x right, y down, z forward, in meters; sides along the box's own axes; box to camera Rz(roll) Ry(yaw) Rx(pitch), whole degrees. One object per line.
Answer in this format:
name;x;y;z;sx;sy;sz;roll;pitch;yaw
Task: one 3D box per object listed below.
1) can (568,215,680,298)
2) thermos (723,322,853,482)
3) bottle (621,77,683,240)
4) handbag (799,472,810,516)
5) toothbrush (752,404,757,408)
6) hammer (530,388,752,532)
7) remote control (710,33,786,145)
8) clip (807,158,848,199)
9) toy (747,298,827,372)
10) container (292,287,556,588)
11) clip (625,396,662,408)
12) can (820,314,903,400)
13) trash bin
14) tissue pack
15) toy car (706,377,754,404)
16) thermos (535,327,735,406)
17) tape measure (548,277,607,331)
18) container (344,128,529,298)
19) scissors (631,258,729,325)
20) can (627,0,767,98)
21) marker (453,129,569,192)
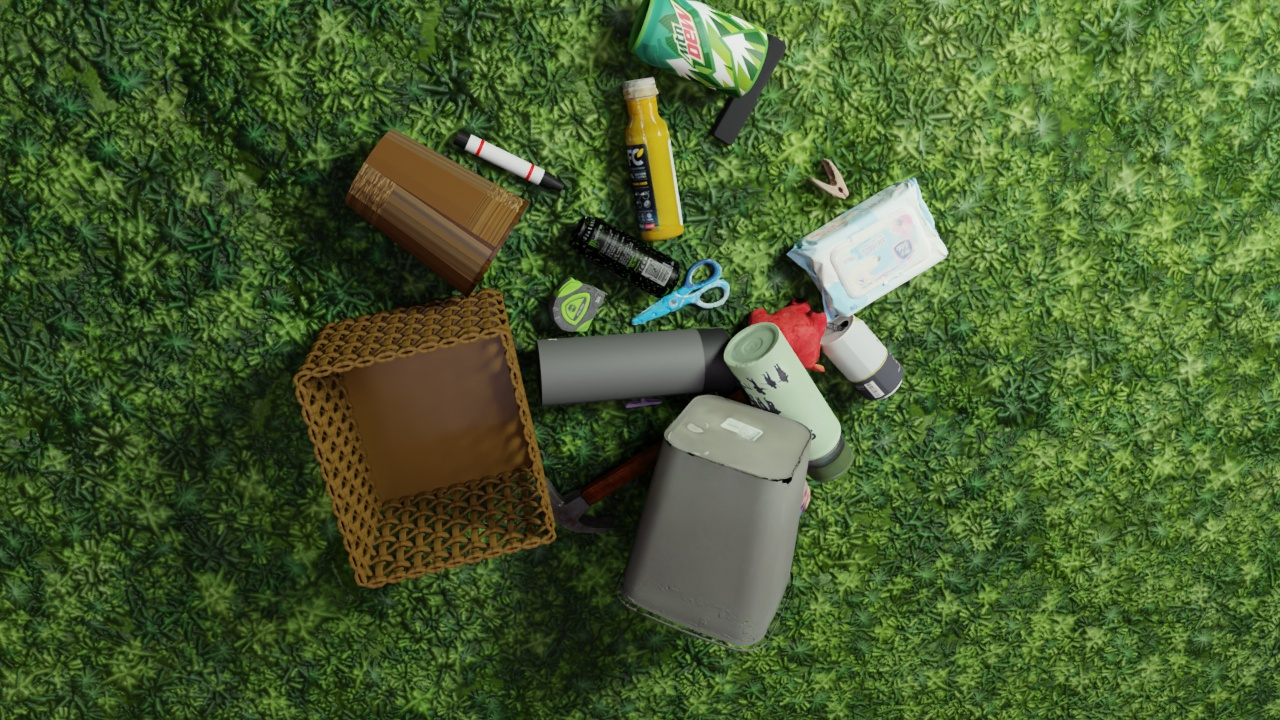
can;-0.017;-0.126;1.121;0.137;0.054;0.054;27;100;-17
thermos;0.191;0.057;1.148;0.082;0.082;0.231;-37;120;2
bottle;0.012;-0.239;1.094;0.053;0.053;0.186;-12;108;-7
handbag;0.184;0.145;1.242;0.144;0.068;0.170;34;91;-18
toothbrush;0.154;0.063;1.230;0.135;0.016;0.022;-6;107;-9
hammer;0.012;0.127;1.189;0.301;0.028;0.111;-33;116;11
remote control;0.132;-0.327;1.109;0.032;0.015;0.136;27;100;-17
clip;0.236;-0.222;1.156;0.039;0.024;0.060;-36;113;1
toy;0.174;-0.015;1.180;0.133;0.088;0.094;-13;119;-5
container;-0.237;0.077;1.056;0.219;0.214;0.252;-13;108;-7
clip;0.001;0.045;1.198;0.052;0.014;0.041;-22;107;0
can;0.287;-0.008;1.209;0.064;0.064;0.127;-44;109;4
trash bin;0.097;0.181;1.093;0.197;0.196;0.220;17;117;17
tissue pack;0.289;-0.138;1.167;0.182;0.070;0.112;-32;110;1
toy car;0.139;0.040;1.206;0.105;0.048;0.033;-14;141;-4
thermos;-0.007;0.007;1.148;0.240;0.082;0.082;-4;107;-9
tape measure;-0.084;-0.069;1.137;0.058;0.036;0.065;27;96;-26
container;-0.231;-0.171;1.035;0.167;0.132;0.132;33;98;-12
scissors;0.048;-0.078;1.172;0.135;0.015;0.066;-27;110;0
can;0.065;-0.363;1.050;0.144;0.083;0.083;17;103;-15
marker;-0.150;-0.232;1.083;0.145;0.019;0.019;24;101;-16
